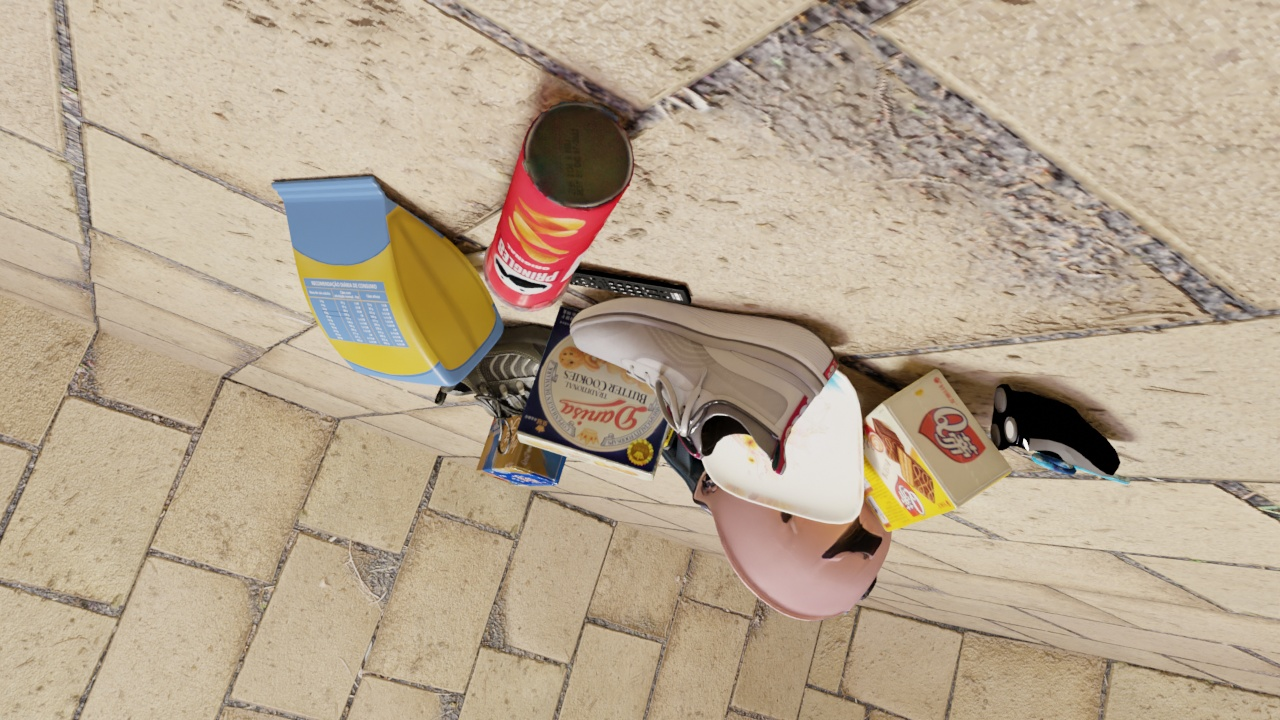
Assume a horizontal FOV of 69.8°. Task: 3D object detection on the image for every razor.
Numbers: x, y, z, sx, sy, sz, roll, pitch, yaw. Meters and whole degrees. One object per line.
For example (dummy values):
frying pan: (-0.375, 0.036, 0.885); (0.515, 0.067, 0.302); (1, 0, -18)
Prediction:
razor: (0.362, 0.066, 0.787); (0.156, 0.057, 0.060); (15, 139, -22)

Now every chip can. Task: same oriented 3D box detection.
chip can: (-0.063, -0.097, 0.641); (0.073, 0.073, 0.233); (20, 165, -10)

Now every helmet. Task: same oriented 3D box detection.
helmet: (0.193, 0.171, 1.048); (0.230, 0.153, 0.254); (44, -150, 4)

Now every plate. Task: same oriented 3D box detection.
plate: (0.136, 0.069, 0.911); (0.187, 0.016, 0.187); (12, 124, 35)

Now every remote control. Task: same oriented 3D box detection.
remote control: (-0.024, -0.069, 0.813); (0.140, 0.009, 0.030); (11, 164, 17)

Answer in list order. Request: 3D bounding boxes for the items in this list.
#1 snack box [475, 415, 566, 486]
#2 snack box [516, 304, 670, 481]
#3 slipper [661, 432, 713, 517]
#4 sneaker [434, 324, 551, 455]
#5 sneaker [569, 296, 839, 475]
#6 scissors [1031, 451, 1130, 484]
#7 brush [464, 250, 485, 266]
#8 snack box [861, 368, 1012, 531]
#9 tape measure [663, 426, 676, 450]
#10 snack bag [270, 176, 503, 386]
snack box: (-0.147, 0.087, 1.241); (0.069, 0.154, 0.203); (21, 165, -18)
snack box: (-0.034, 0.033, 0.933); (0.144, 0.144, 0.043); (17, 165, 3)
slipper: (0.100, 0.131, 1.220); (0.101, 0.082, 0.263); (25, -168, -21)
sneaker: (-0.148, 0.034, 1.075); (0.238, 0.142, 0.101); (10, 163, 25)
sneaker: (0.040, 0.020, 0.838); (0.263, 0.128, 0.097); (13, 163, 29)
scissors: (0.400, 0.096, 0.852); (0.140, 0.013, 0.114); (21, -168, -1)
brush: (-0.153, -0.096, 0.870); (0.218, 0.012, 0.033); (-1, 156, 46)
snack box: (0.259, 0.095, 0.881); (0.110, 0.061, 0.230); (57, 172, 13)
tape measure: (0.025, 0.077, 1.183); (0.037, 0.065, 0.064); (15, 171, 27)
snack bag: (-0.246, -0.083, 0.863); (0.159, 0.102, 0.205); (6, 136, 37)
